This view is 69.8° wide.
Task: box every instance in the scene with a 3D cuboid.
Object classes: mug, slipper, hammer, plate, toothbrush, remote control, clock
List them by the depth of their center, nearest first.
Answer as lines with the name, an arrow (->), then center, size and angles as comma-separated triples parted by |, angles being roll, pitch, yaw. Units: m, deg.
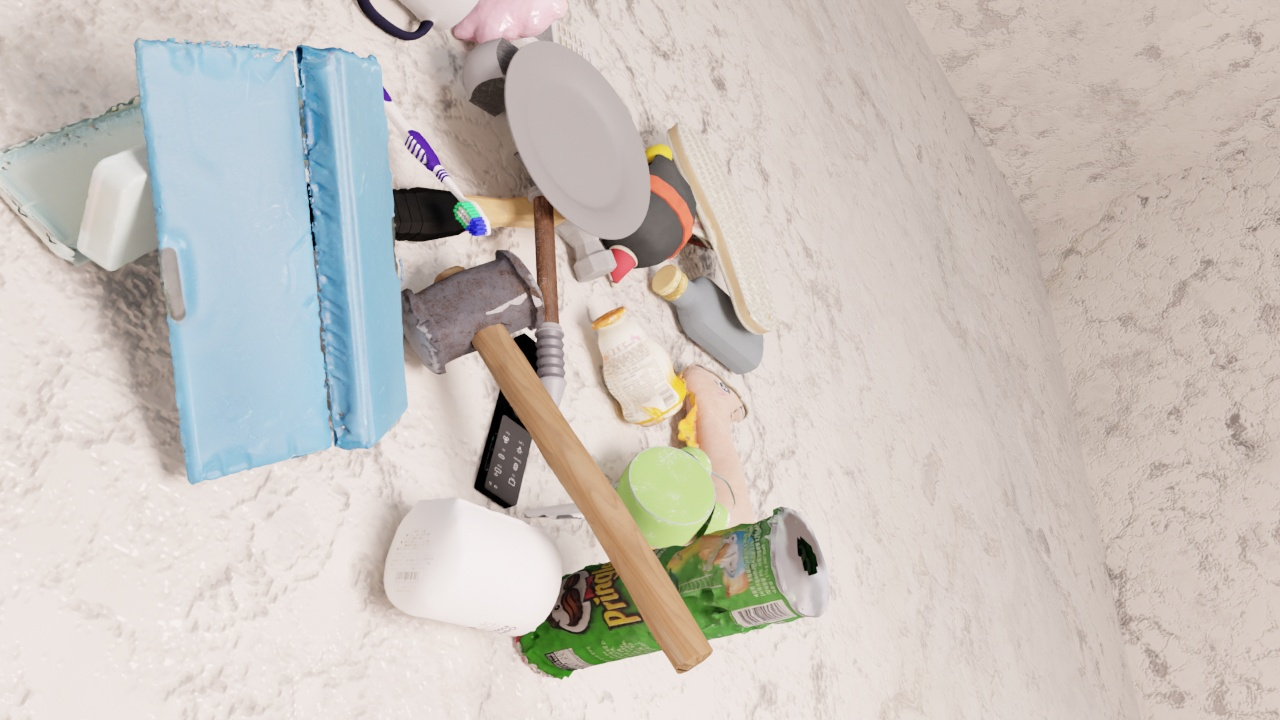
hammer -> -0.052, 0.059, 0.615 | 0.097, 0.052, 0.328 | -27, 66, -22
toothbrush -> -0.168, -0.162, 0.691 | 0.016, 0.015, 0.186 | -21, 68, -49
remote control -> -0.099, 0.044, 0.727 | 0.034, 0.013, 0.149 | 42, 41, -35
hammer -> -0.138, -0.120, 0.747 | 0.327, 0.039, 0.131 | -16, 84, -57
hammer -> -0.078, -0.102, 0.752 | 0.156, 0.043, 0.321 | 22, 55, -46
mug -> -0.191, -0.323, 0.761 | 0.097, 0.079, 0.111 | 33, 75, -42
clock -> 0.027, 0.116, 0.781 | 0.119, 0.043, 0.094 | 0, 51, -27
plate -> -0.053, -0.186, 0.783 | 0.178, 0.012, 0.178 | 27, 54, -44
remote control -> -0.095, -0.325, 0.938 | 0.138, 0.026, 0.060 | 19, 56, -50
slipper -> 0.081, -0.144, 1.022 | 0.115, 0.052, 0.262 | 7, 60, -57

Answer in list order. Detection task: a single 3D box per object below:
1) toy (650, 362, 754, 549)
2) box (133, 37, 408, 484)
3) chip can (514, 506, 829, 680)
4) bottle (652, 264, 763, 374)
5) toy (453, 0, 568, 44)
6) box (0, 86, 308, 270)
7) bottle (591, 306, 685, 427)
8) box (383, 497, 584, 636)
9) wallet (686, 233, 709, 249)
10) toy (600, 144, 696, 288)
toy -> 0.049, 0.106, 0.866 | 0.196, 0.065, 0.263 | 21, 49, -38
box -> -0.187, -0.058, 0.525 | 0.172, 0.066, 0.232 | -32, 124, -63
chip can -> 0.017, 0.163, 0.630 | 0.075, 0.224, 0.075 | 37, 41, -41
bottle -> 0.074, -0.050, 1.005 | 0.161, 0.046, 0.072 | 36, 44, -40
toy -> -0.127, -0.321, 0.845 | 0.093, 0.102, 0.050 | -59, 160, -22
box -> -0.272, -0.131, 0.541 | 0.096, 0.086, 0.198 | 35, 35, 0
bottle -> -0.005, 0.005, 0.840 | 0.108, 0.063, 0.063 | 62, 33, -11
box -> -0.088, 0.127, 0.625 | 0.159, 0.085, 0.118 | 33, 54, -43
wallet -> 0.049, -0.171, 1.064 | 0.122, 0.019, 0.072 | 3, 70, -55
toy -> 0.002, -0.138, 0.908 | 0.099, 0.098, 0.118 | 47, 46, -20
